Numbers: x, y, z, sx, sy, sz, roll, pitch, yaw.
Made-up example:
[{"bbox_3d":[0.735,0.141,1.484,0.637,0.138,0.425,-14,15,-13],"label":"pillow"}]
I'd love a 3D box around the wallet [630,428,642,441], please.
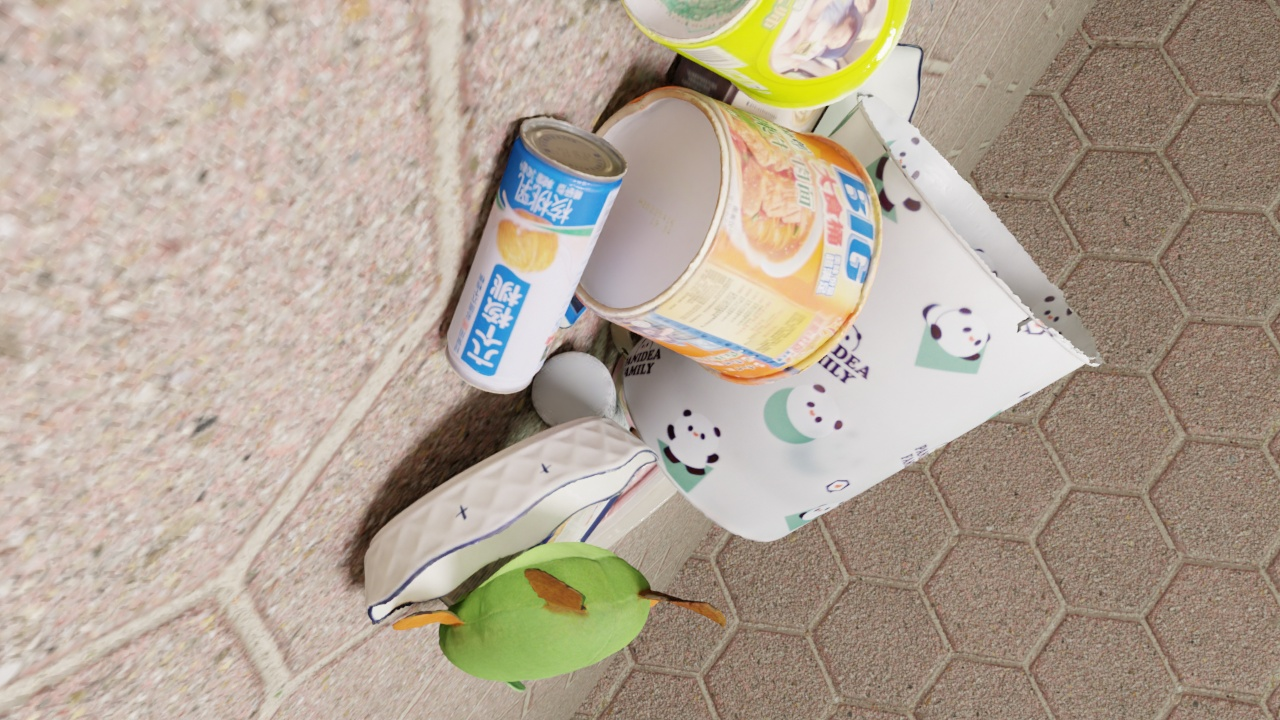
[{"bbox_3d":[0.047,0.058,0.985,0.090,0.033,0.116,-8,154,-35],"label":"wallet"}]

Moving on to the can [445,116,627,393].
[{"bbox_3d":[-0.056,-0.048,0.457,0.053,0.053,0.135,-34,156,-54],"label":"can"}]

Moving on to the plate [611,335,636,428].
[{"bbox_3d":[0.067,0.009,0.841,0.192,0.039,0.193,-20,144,-16],"label":"plate"}]

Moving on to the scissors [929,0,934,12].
[{"bbox_3d":[0.207,-0.320,0.661,0.159,0.014,0.178,-6,113,-58],"label":"scissors"}]

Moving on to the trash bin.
[{"bbox_3d":[0.137,-0.014,0.643,0.253,0.229,0.229,-43,172,26],"label":"trash bin"}]

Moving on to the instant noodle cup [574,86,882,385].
[{"bbox_3d":[0.035,-0.069,0.494,0.111,0.151,0.151,15,113,-44],"label":"instant noodle cup"}]

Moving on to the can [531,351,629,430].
[{"bbox_3d":[-0.042,0.042,0.703,0.058,0.058,0.147,-51,165,-11],"label":"can"}]

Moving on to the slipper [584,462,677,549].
[{"bbox_3d":[-0.028,0.156,1.007,0.274,0.054,0.114,-41,161,4],"label":"slipper"}]

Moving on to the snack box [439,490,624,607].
[{"bbox_3d":[-0.090,0.159,0.851,0.177,0.046,0.182,-52,166,-8],"label":"snack box"}]

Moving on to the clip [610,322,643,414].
[{"bbox_3d":[-0.001,0.003,0.756,0.070,0.035,0.100,-40,135,-43],"label":"clip"}]

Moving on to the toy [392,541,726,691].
[{"bbox_3d":[-0.068,0.182,0.660,0.226,0.089,0.248,12,152,-36],"label":"toy"}]

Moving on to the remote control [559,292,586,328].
[{"bbox_3d":[-0.019,-0.077,0.571,0.125,0.024,0.049,-53,166,-8],"label":"remote control"}]

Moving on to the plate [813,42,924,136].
[{"bbox_3d":[0.137,-0.177,0.718,0.265,0.034,0.162,-19,137,-47],"label":"plate"}]

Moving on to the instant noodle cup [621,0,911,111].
[{"bbox_3d":[0.052,-0.177,0.418,0.123,0.112,0.112,-14,139,-57],"label":"instant noodle cup"}]

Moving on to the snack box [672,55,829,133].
[{"bbox_3d":[0.092,-0.196,0.538,0.113,0.053,0.126,1,122,-56],"label":"snack box"}]

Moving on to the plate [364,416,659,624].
[{"bbox_3d":[-0.088,0.098,0.594,0.204,0.045,0.205,-29,169,-6],"label":"plate"}]
